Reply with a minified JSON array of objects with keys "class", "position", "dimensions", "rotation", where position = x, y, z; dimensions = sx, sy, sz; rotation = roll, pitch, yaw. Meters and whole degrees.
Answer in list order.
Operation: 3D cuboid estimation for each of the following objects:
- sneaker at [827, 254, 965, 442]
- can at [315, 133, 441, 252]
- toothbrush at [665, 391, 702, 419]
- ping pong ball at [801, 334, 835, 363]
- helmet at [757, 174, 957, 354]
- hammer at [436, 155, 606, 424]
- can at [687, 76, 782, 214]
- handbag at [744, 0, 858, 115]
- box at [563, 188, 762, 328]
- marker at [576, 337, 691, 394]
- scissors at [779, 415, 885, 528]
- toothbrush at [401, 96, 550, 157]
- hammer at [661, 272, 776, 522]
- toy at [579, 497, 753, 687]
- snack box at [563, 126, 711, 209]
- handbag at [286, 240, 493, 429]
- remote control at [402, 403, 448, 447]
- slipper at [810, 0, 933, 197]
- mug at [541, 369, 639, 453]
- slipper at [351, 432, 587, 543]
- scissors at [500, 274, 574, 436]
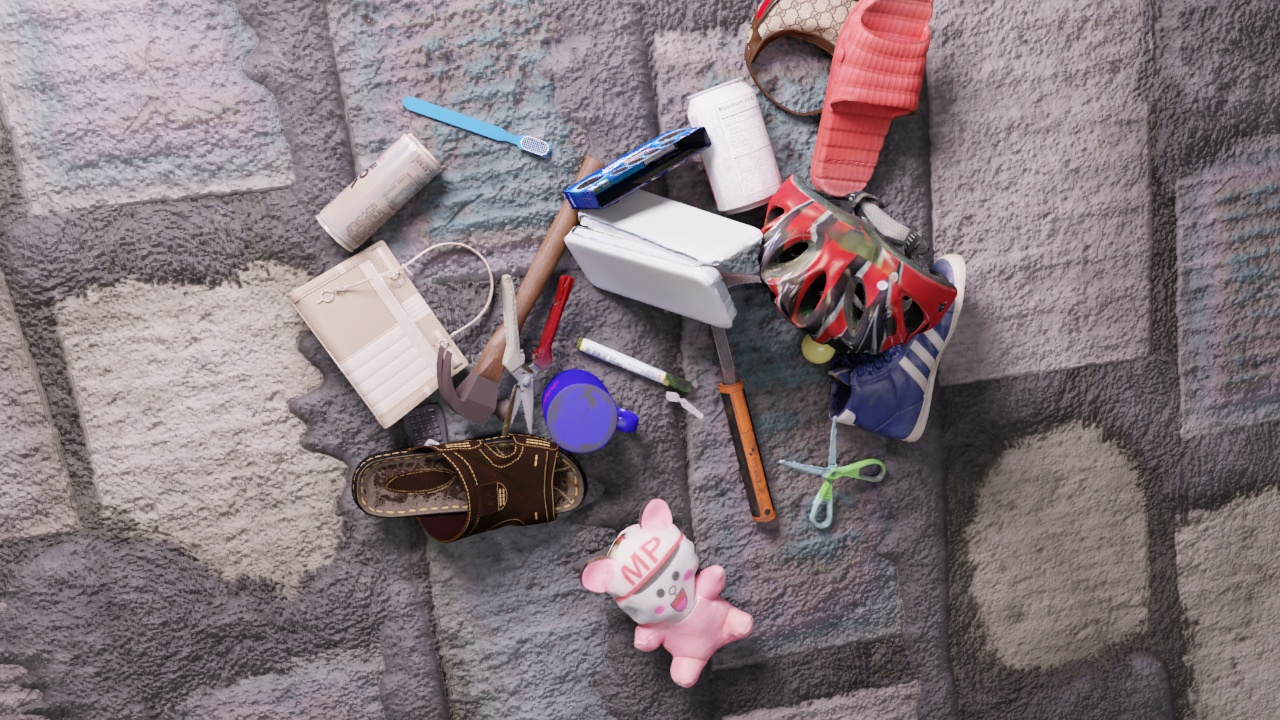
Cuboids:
[{"class":"sneaker","position":[0.293,-0.021,1.095],"dimensions":[0.118,0.091,0.233],"rotation":[8,107,-8]},{"class":"can","position":[-0.279,-0.181,0.983],"dimensions":[0.135,0.054,0.054],"rotation":[-42,104,1]},{"class":"toothbrush","position":[0.047,0.049,1.015],"dimensions":[0.010,0.181,0.010],"rotation":[4,94,-7]},{"class":"ping pong ball","position":[0.214,-0.016,1.102],"dimensions":[0.040,0.040,0.040],"rotation":[-2,101,-9]},{"class":"helmet","position":[0.221,-0.098,0.977],"dimensions":[0.217,0.271,0.167],"rotation":[39,101,15]},{"class":"hammer","position":[-0.124,-0.080,1.028],"dimensions":[0.115,0.033,0.323],"rotation":[27,91,-39]},{"class":"can","position":[0.105,-0.238,1.023],"dimensions":[0.078,0.078,0.136],"rotation":[-21,103,-5]},{"class":"handbag","position":[0.200,-0.346,1.036],"dimensions":[0.166,0.063,0.139],"rotation":[22,113,-17]},{"class":"box","position":[0.033,-0.130,0.983],"dimensions":[0.124,0.216,0.106],"rotation":[-57,144,-16]},{"class":"marker","position":[-0.006,0.006,1.082],"dimensions":[0.146,0.017,0.017],"rotation":[23,96,-13]},{"class":"scissors","position":[0.233,0.143,1.123],"dimensions":[0.171,0.023,0.168],"rotation":[12,118,-29]},{"class":"toothbrush","position":[-0.179,-0.257,1.005],"dimensions":[0.166,0.014,0.016],"rotation":[17,97,-11]},{"class":"hammer","position":[0.126,0.045,1.104],"dimensions":[0.137,0.035,0.314],"rotation":[-17,104,-6]},{"class":"toy","position":[0.033,0.281,1.107],"dimensions":[0.142,0.084,0.213],"rotation":[-41,106,-2]},{"class":"snack box","position":[-0.004,-0.208,0.991],"dimensions":[0.150,0.082,0.027],"rotation":[-33,113,-19]},{"class":"handbag","position":[-0.253,-0.054,1.020],"dimensions":[0.197,0.062,0.175],"rotation":[-35,104,-10]},{"class":"remote control","position":[-0.239,0.111,1.067],"dimensions":[0.046,0.009,0.124],"rotation":[-15,103,-6]},{"class":"slipper","position":[0.256,-0.290,1.009],"dimensions":[0.103,0.059,0.249],"rotation":[5,120,-18]},{"class":"mug","position":[-0.055,0.060,1.050],"dimensions":[0.111,0.083,0.079],"rotation":[14,98,-12]},{"class":"slipper","position":[-0.188,0.144,1.040],"dimensions":[0.267,0.076,0.113],"rotation":[1,100,-17]},{"class":"scissors","position":[-0.124,-0.016,1.024],"dimensions":[0.187,0.015,0.179],"rotation":[-47,132,-14]}]
